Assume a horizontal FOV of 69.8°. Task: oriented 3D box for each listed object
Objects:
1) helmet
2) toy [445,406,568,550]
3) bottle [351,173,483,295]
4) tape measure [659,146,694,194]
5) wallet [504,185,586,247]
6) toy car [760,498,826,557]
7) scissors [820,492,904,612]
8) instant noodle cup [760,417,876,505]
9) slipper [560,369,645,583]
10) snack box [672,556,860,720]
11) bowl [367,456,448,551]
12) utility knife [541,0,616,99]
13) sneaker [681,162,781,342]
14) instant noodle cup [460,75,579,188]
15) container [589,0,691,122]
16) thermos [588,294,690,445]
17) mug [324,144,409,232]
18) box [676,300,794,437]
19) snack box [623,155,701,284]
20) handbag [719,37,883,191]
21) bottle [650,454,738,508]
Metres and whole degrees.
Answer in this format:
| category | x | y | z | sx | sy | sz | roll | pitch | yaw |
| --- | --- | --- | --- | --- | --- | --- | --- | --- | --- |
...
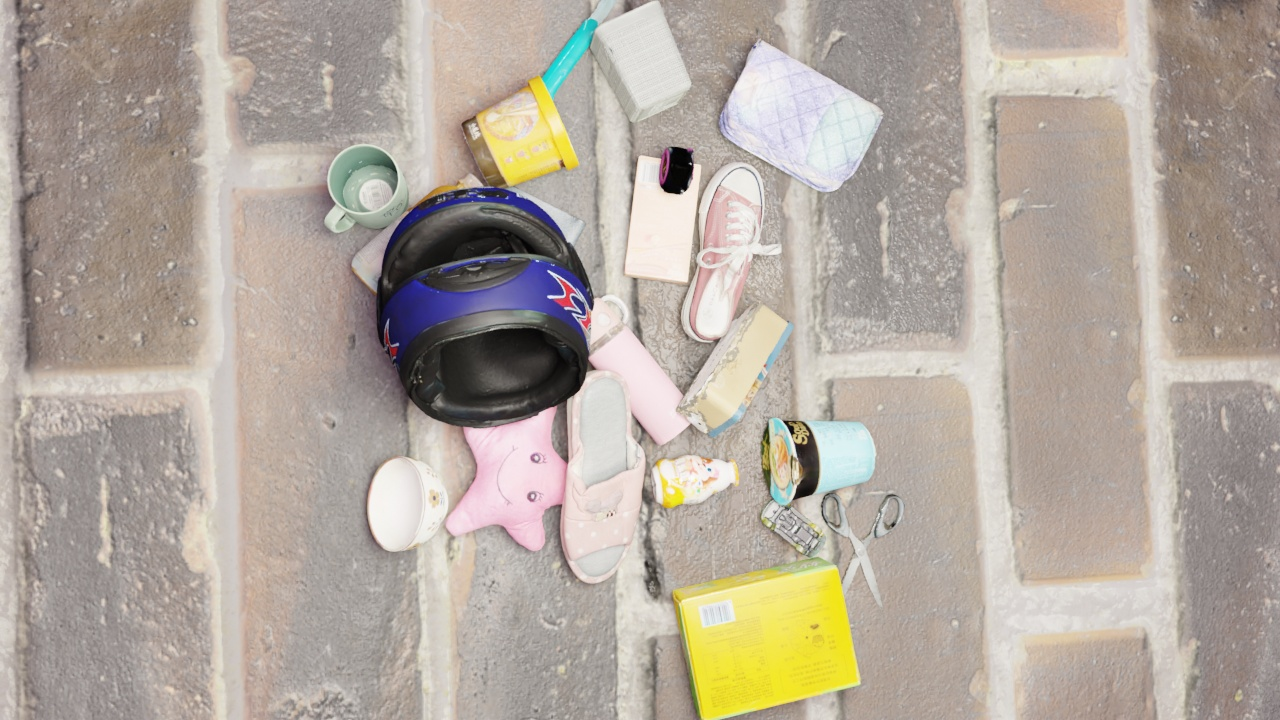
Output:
| category | x | y | z | sx | sy | sz | roll | pitch | yaw |
| --- | --- | --- | --- | --- | --- | --- | --- | --- | --- |
| helmet | -0.177 | -0.076 | 1.026 | 0.247 | 0.316 | 0.240 | -13 | 70 | -7 |
| toy | -0.142 | 0.136 | 1.139 | 0.178 | 0.075 | 0.194 | 12 | 84 | -19 |
| bottle | -0.269 | -0.158 | 1.138 | 0.189 | 0.068 | 0.068 | -43 | 93 | -6 |
| tape measure | 0.048 | -0.240 | 1.156 | 0.039 | 0.057 | 0.057 | 5 | 45 | -11 |
| wallet | -0.144 | -0.162 | 1.180 | 0.121 | 0.019 | 0.097 | 27 | 83 | -4 |
| toy car | 0.197 | 0.217 | 1.195 | 0.091 | 0.036 | 0.043 | 40 | 85 | -4 |
| scissors | 0.290 | 0.249 | 1.217 | 0.159 | 0.014 | 0.181 | 38 | 85 | -4 |
| instant noodle cup | 0.230 | 0.124 | 1.173 | 0.120 | 0.111 | 0.111 | -4 | 88 | -14 |
| slipper | -0.044 | 0.146 | 1.124 | 0.114 | 0.054 | 0.274 | -6 | 104 | -34 |
| snack box | 0.158 | 0.352 | 1.168 | 0.210 | 0.070 | 0.157 | -11 | 89 | -7 |
| bowl | -0.275 | 0.174 | 1.118 | 0.062 | 0.114 | 0.113 | 8 | 86 | -49 |
| utility knife | -0.088 | -0.399 | 1.196 | 0.029 | 0.013 | 0.196 | 35 | 87 | -4 |
| sneaker | 0.117 | -0.140 | 1.160 | 0.118 | 0.088 | 0.241 | 18 | 82 | -23 |
| instant noodle cup | -0.151 | -0.273 | 1.137 | 0.114 | 0.118 | 0.118 | -25 | 91 | 1 |
| container | 0.003 | -0.376 | 1.170 | 0.090 | 0.090 | 0.114 | -26 | 94 | -7 |
| thermos | -0.007 | 0.007 | 1.169 | 0.087 | 0.067 | 0.198 | -39 | 91 | -32 |
| mug | -0.336 | -0.197 | 1.112 | 0.082 | 0.106 | 0.111 | 42 | 83 | -4 |
| box | 0.121 | 0.005 | 1.145 | 0.064 | 0.090 | 0.183 | 39 | 61 | -4 |
| snack box | 0.028 | -0.182 | 1.195 | 0.084 | 0.026 | 0.157 | 8 | 87 | -7 |
| handbag | 0.205 | -0.317 | 1.198 | 0.194 | 0.076 | 0.134 | 29 | 80 | -6 |
| bottle | 0.069 | 0.151 | 1.169 | 0.108 | 0.063 | 0.063 | -8 | 89 | -7 |
